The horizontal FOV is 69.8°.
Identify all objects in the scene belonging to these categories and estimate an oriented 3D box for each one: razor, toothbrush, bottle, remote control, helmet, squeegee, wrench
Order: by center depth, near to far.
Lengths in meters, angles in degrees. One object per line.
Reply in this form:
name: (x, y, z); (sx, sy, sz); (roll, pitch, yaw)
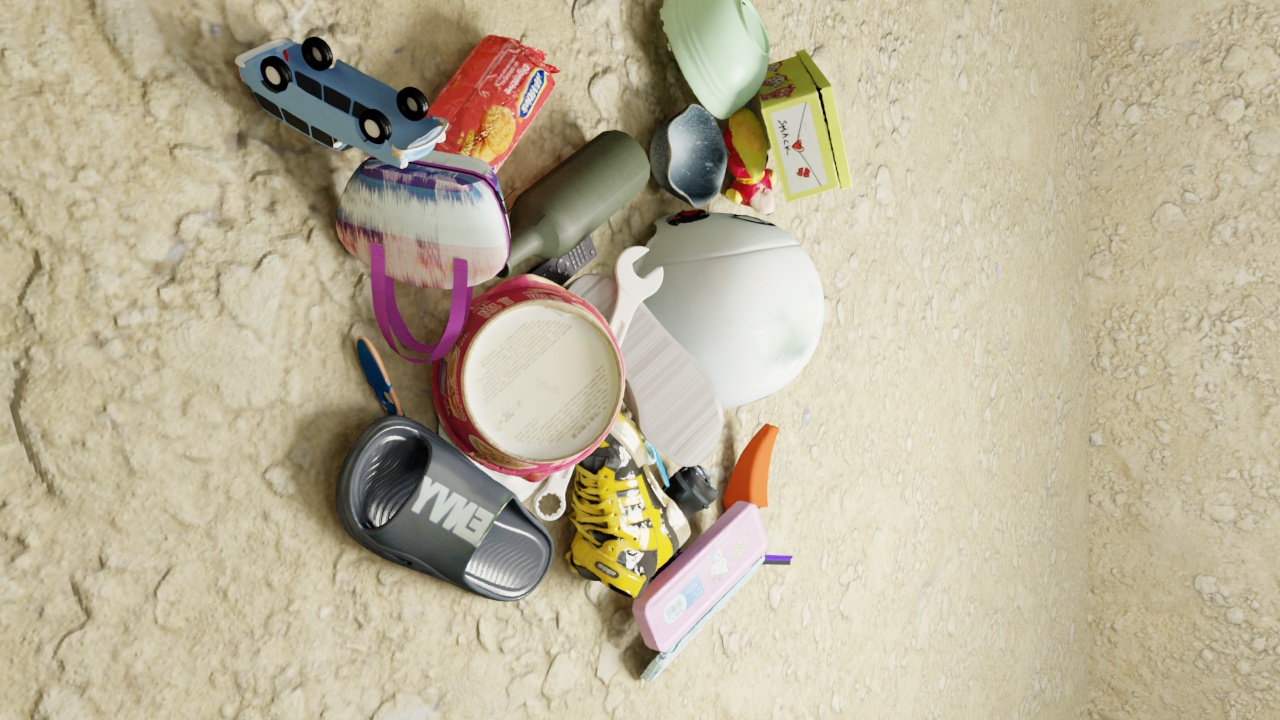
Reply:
toothbrush: (-0.208, 0.038, 0.771); (0.017, 0.022, 0.135); (-64, 141, -50)
wrench: (-0.042, 0.022, 0.866); (0.047, 0.009, 0.273); (21, 91, -16)
bottle: (-0.073, -0.146, 0.875); (0.206, 0.072, 0.071); (-47, 127, -37)
remote control: (-0.089, -0.086, 0.905); (0.136, 0.015, 0.032); (-46, 127, -41)
helmet: (0.108, -0.053, 1.033); (0.263, 0.164, 0.236); (-11, 101, -49)
razor: (0.045, 0.187, 1.058); (0.053, 0.064, 0.140); (21, 88, -66)
squeegee: (0.136, 0.169, 1.172); (0.249, 0.055, 0.185); (13, 99, -43)

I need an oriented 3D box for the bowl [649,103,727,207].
bowl: (0.045, -0.227, 1.022); (0.110, 0.055, 0.110); (-7, 99, -50)

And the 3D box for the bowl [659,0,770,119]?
bowl: (0.094, -0.352, 1.015); (0.151, 0.077, 0.150); (39, 41, -44)

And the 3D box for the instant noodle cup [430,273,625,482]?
instant noodle cup: (-0.089, 0.018, 0.799); (0.178, 0.078, 0.178); (0, 91, -16)

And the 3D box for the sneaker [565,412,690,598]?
sneaker: (-0.039, 0.148, 0.935); (0.121, 0.086, 0.239); (-52, 128, -30)

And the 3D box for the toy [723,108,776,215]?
toy: (0.128, -0.244, 1.109); (0.137, 0.067, 0.105); (70, 5, -52)

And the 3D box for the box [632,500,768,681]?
box: (0.075, 0.275, 1.084); (0.213, 0.051, 0.149); (-36, 138, -36)

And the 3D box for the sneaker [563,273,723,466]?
sneaker: (-0.005, 0.005, 0.935); (0.099, 0.089, 0.236); (-39, 110, -7)

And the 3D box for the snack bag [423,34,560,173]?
snack bag: (-0.138, -0.213, 0.787); (0.082, 0.082, 0.176); (51, 55, -40)

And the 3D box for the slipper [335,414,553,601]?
slipper: (-0.150, 0.149, 0.793); (0.110, 0.083, 0.268); (-56, 136, -14)

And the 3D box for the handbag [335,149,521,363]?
handbag: (-0.173, -0.077, 0.733); (0.067, 0.144, 0.170); (-77, 177, -61)

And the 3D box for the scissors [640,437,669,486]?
scissors: (0.009, 0.081, 1.003); (0.130, 0.014, 0.125); (-47, 116, -75)

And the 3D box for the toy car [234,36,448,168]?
toy car: (-0.213, -0.182, 0.658); (0.056, 0.153, 0.055); (-53, 168, -45)

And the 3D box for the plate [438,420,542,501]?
plate: (-0.127, 0.067, 0.875); (0.156, 0.014, 0.157); (-7, 99, -50)

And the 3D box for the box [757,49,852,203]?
box: (0.188, -0.284, 1.091); (0.220, 0.082, 0.124); (-79, 153, -62)
